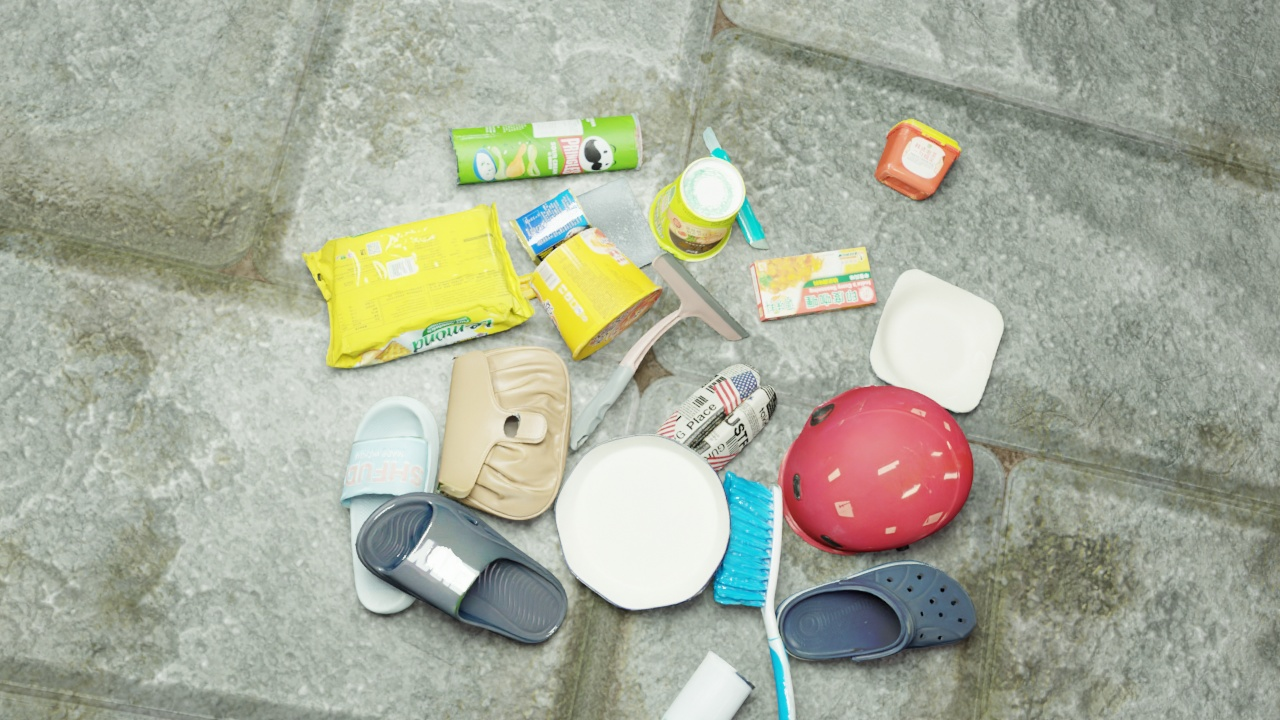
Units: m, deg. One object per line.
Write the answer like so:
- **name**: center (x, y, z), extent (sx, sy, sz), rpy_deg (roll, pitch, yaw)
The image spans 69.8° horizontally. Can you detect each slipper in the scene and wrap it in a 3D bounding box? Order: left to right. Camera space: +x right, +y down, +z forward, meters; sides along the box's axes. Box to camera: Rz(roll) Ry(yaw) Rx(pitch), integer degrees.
- **slipper**: center (-0.290, 0.161, 1.034), extent (0.104, 0.074, 0.245), rpy_deg (-2, 82, 16)
- **slipper**: center (-0.178, 0.234, 1.004), extent (0.268, 0.083, 0.110), rpy_deg (37, 75, -26)
- **slipper**: center (0.286, 0.303, 1.106), extent (0.252, 0.095, 0.105), rpy_deg (-6, 83, -6)

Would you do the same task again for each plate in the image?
- **plate**: center (0.004, 0.187, 1.078), extent (0.205, 0.045, 0.205), rpy_deg (0, 89, 8)
- **plate**: center (0.386, -0.024, 1.210), extent (0.164, 0.034, 0.163), rpy_deg (24, 77, -4)

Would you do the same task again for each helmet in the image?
- **helmet**: center (0.295, 0.135, 1.114), extent (0.239, 0.144, 0.207), rpy_deg (-31, 88, -12)

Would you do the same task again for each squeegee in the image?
- **squeegee**: center (-0.007, 0.006, 1.096), extent (0.249, 0.247, 0.040), rpy_deg (-48, 56, 3)

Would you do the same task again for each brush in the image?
- **brush**: center (0.137, 0.287, 1.074), extent (0.109, 0.061, 0.313), rpy_deg (11, 66, -7)

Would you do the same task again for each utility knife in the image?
- **utility knife**: center (-0.206, -0.072, 1.133), extent (0.201, 0.015, 0.033), rpy_deg (-18, 80, -12)
- **utility knife**: center (0.124, -0.227, 1.215), extent (0.029, 0.013, 0.182), rpy_deg (-22, 85, -16)

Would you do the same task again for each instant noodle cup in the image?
- **instant noodle cup**: center (-0.059, -0.083, 1.099), extent (0.138, 0.138, 0.110), rpy_deg (-38, 83, -14)
- **instant noodle cup**: center (0.075, -0.194, 1.145), extent (0.111, 0.123, 0.111), rpy_deg (2, 80, -9)

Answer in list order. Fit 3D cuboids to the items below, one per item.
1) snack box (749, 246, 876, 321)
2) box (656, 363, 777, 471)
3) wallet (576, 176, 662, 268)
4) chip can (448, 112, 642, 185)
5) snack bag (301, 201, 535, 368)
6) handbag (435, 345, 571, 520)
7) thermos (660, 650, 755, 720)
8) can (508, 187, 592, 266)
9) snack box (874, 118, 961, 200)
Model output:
- **snack box**: center (0.226, -0.100, 1.202), extent (0.155, 0.027, 0.077), rpy_deg (-9, 82, -11)
- **box**: center (0.092, 0.075, 1.143), extent (0.162, 0.076, 0.086), rpy_deg (-41, 57, -11)
- **wallet**: center (-0.039, -0.165, 1.177), extent (0.097, 0.019, 0.121), rpy_deg (-26, 86, -10)
- **chip can**: center (-0.119, -0.267, 1.154), extent (0.236, 0.072, 0.072), rpy_deg (-7, 81, -10)
- **snack bag**: center (-0.264, -0.094, 1.090), extent (0.246, 0.068, 0.158), rpy_deg (-15, 75, -7)
- **handbag**: center (-0.155, 0.081, 1.069), extent (0.147, 0.100, 0.204), rpy_deg (6, 79, -7)
- **thermos**: center (0.037, 0.444, 1.052), extent (0.073, 0.073, 0.224), rpy_deg (40, 77, 0)
- **can**: center (-0.104, -0.159, 1.112), extent (0.083, 0.102, 0.057), rpy_deg (-30, 86, 0)
- **snack box**: center (0.368, -0.267, 1.230), extent (0.091, 0.082, 0.080), rpy_deg (27, 86, -3)
